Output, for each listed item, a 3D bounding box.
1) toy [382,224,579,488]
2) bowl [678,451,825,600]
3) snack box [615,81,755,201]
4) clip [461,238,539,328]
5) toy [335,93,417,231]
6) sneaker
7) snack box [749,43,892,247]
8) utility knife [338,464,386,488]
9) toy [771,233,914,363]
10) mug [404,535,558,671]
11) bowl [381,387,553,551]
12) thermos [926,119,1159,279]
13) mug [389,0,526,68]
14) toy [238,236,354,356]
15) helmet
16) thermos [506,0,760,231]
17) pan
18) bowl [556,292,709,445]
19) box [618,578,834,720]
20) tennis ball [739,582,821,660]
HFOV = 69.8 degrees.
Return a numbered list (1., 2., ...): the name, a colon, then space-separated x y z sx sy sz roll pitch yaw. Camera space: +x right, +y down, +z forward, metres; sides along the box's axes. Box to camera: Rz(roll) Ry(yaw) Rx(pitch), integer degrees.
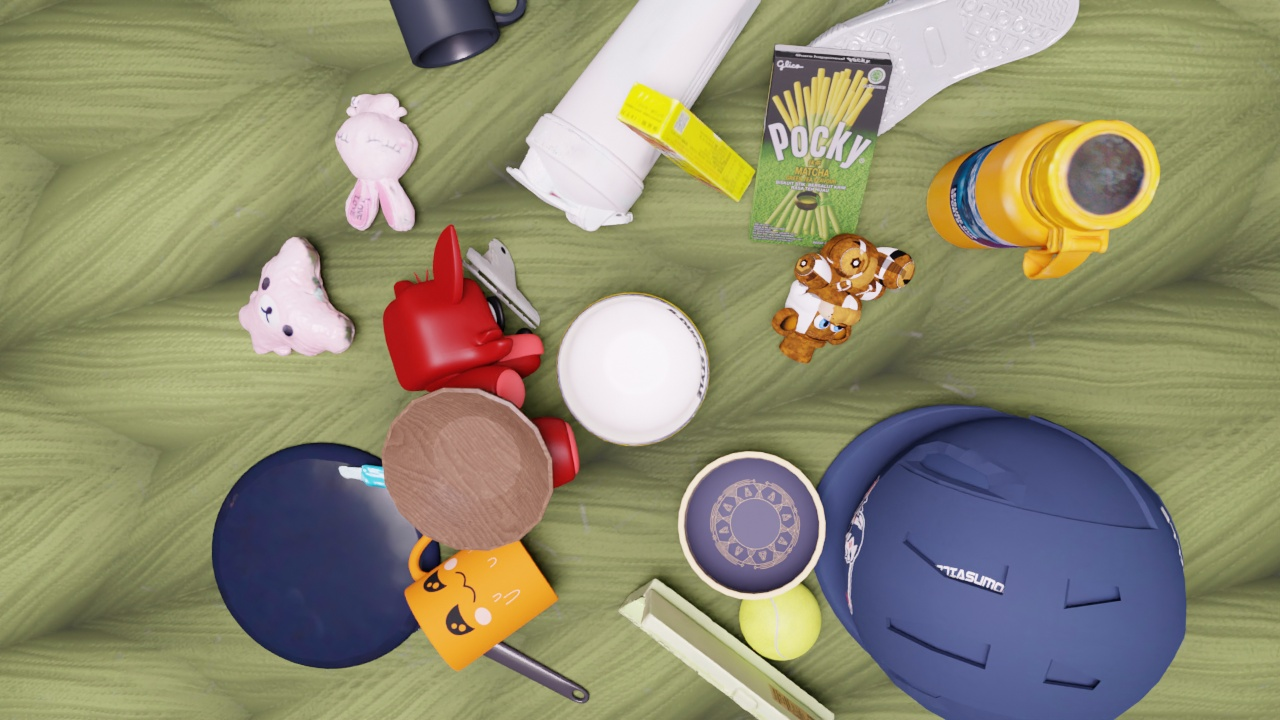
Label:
1. toy: -0.131 0.013 0.698 0.120 0.159 0.197 -16 86 -29
2. bowl: 0.090 0.131 0.732 0.112 0.061 0.112 -2 81 11
3. snack box: 0.037 -0.155 0.665 0.040 0.147 0.029 33 98 27
4. clip: -0.115 -0.071 0.733 0.040 0.101 0.054 -37 49 4
5. toy: -0.210 -0.158 0.732 0.063 0.047 0.110 -1 100 12
6. sneaker: 0.202 -0.238 0.679 0.236 0.087 0.089 -19 124 25
7. snack box: 0.130 -0.155 0.682 0.080 0.025 0.148 6 129 3
8. utility knife: -0.188 0.100 0.763 0.123 0.015 0.022 12 95 -9
9. toy: 0.147 -0.048 0.707 0.087 0.067 0.113 8 119 -32
10. mug: -0.137 0.176 0.743 0.096 0.078 0.112 -34 62 -12
11. bowl: -0.113 0.069 0.619 0.118 0.030 0.118 2 107 7
12. thermos: 0.262 -0.107 0.613 0.076 0.232 0.091 -27 94 5
13. mug: -0.140 -0.281 0.708 0.105 0.071 0.077 -22 95 -21
14. toy: -0.287 -0.040 0.748 0.096 0.052 0.099 -25 91 18
15. helmet: 0.245 0.151 0.674 0.273 0.222 0.232 15 99 38
16. thermos: 0.001 -0.203 0.691 0.099 0.099 0.220 37 94 -1
17. pan: -0.202 0.207 0.785 0.356 0.021 0.199 29 97 0
18. bowl: -0.004 0.004 0.725 0.117 0.067 0.117 0 96 4
19. box: 0.073 0.243 0.719 0.188 0.141 0.047 37 79 1
20. tennis ball: 0.113 0.208 0.741 0.065 0.065 0.065 0 96 3
